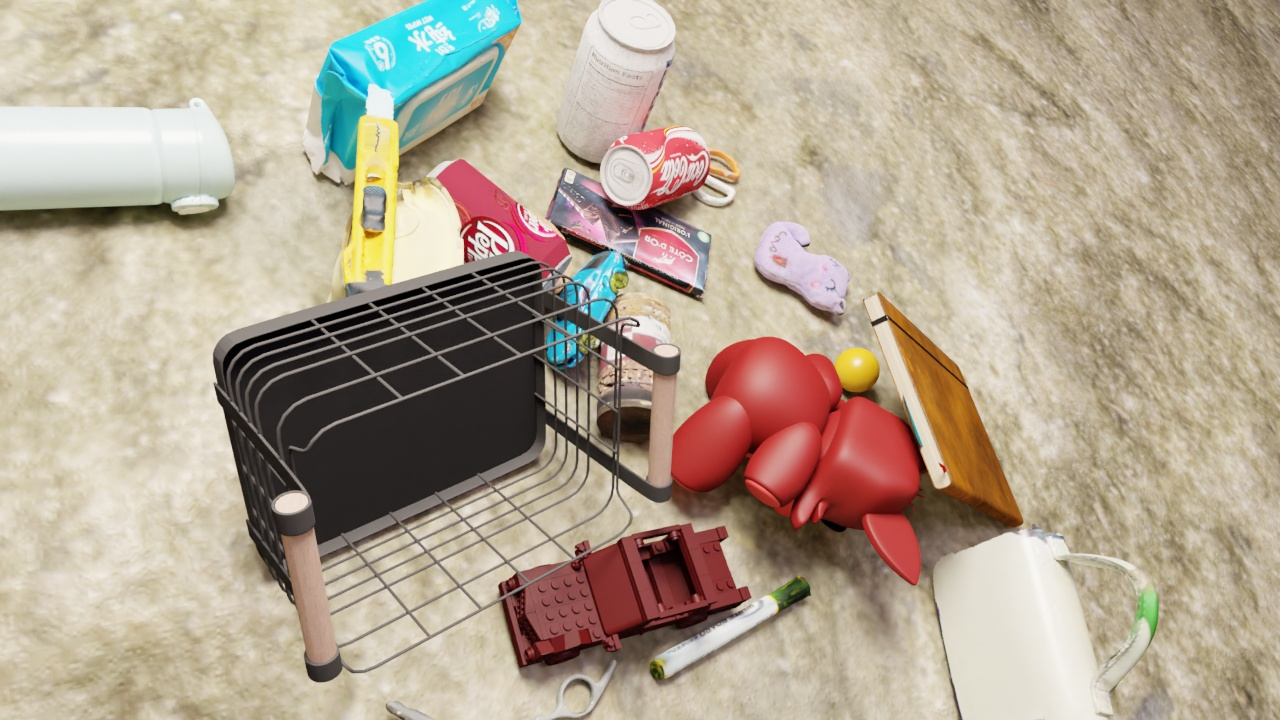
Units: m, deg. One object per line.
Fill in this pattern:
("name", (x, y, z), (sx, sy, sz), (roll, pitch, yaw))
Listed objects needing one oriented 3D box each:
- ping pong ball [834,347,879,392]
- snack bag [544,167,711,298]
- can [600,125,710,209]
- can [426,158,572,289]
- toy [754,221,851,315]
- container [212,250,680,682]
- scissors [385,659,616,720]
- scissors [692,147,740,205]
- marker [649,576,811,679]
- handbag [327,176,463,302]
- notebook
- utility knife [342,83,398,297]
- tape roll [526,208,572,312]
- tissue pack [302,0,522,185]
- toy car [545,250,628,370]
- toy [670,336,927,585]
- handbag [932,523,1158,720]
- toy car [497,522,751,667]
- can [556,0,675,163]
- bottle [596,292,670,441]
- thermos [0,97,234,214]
("ping pong ball", (0.193, 0.009, 0.821), (0.040, 0.040, 0.040), (13, 56, -20))
("snack bag", (-0.008, -0.113, 0.810), (0.155, 0.018, 0.074), (23, 50, -15))
("can", (0.013, -0.171, 0.812), (0.064, 0.064, 0.104), (49, 35, 8))
("can", (-0.111, -0.092, 0.677), (0.114, 0.063, 0.063), (39, 51, 0))
("toy", (0.156, -0.090, 0.867), (0.099, 0.037, 0.080), (27, 53, -8))
("container", (-0.108, 0.052, 0.533), (0.240, 0.163, 0.130), (-22, 38, -35))
("scissors", (-0.077, 0.232, 0.561), (0.141, 0.014, 0.171), (47, 50, 2))
("scissors", (0.035, -0.186, 0.882), (0.131, 0.013, 0.073), (15, 58, -14))
("marker", (0.067, 0.190, 0.658), (0.146, 0.017, 0.017), (-19, 70, -34))
("handbag", (-0.168, -0.054, 0.626), (0.081, 0.120, 0.111), (7, 58, -21))
("notebook", (0.252, 0.039, 0.766), (0.249, 0.014, 0.178), (25, 44, -53))
("utility knife", (-0.169, -0.110, 0.579), (0.030, 0.017, 0.175), (6, 55, -22))
("tape roll", (-0.103, -0.079, 0.733), (0.094, 0.027, 0.093), (13, 56, -20))
("tissue pack", (-0.176, -0.228, 0.733), (0.066, 0.117, 0.208), (45, 51, -3))
("toy car", (-0.045, -0.042, 0.713), (0.032, 0.048, 0.105), (37, 65, -30))
("toy", (0.132, 0.068, 0.702), (0.197, 0.121, 0.158), (31, 40, 2))
("handbag", (0.309, 0.199, 0.673), (0.074, 0.176, 0.151), (12, 55, -22))
("toy car", (-0.003, 0.153, 0.616), (0.169, 0.062, 0.070), (-6, 64, -30))
("can", (-0.022, -0.243, 0.802), (0.078, 0.136, 0.078), (9, 57, -14))
("bottle", (-0.004, 0.004, 0.713), (0.056, 0.056, 0.105), (15, 55, -18))
("thermos", (-0.380, -0.132, 0.601), (0.206, 0.065, 0.078), (-8, 88, -31))
